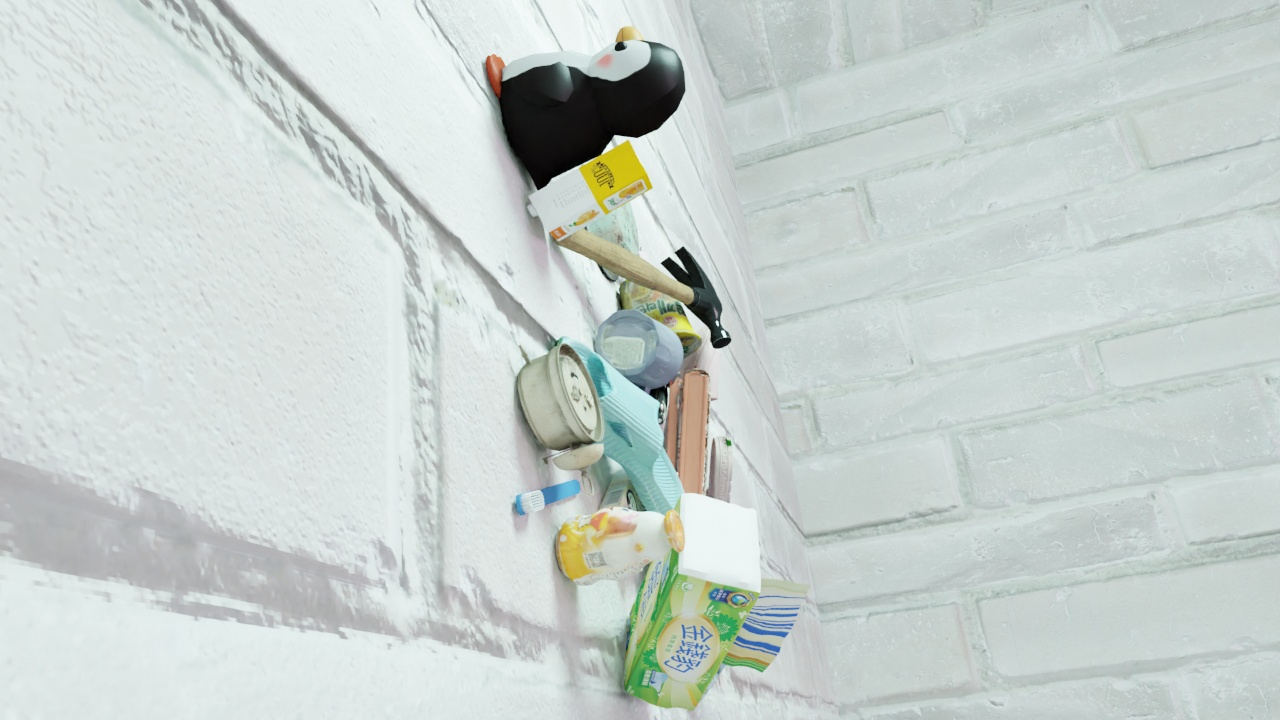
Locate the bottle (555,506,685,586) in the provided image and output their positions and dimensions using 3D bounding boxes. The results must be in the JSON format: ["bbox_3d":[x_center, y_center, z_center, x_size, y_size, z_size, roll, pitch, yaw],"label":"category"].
[{"bbox_3d":[-0.017,0.158,0.798,0.063,0.109,0.063,-15,90,-74],"label":"bottle"}]

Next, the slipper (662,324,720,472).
[{"bbox_3d":[0.075,0.047,1.253,0.107,0.055,0.221,143,-36,-75],"label":"slipper"}]

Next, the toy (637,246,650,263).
[{"bbox_3d":[0.012,-0.105,1.342,0.075,0.037,0.125,-76,148,-56],"label":"toy"}]

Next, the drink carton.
[{"bbox_3d":[-0.053,-0.172,0.945,0.040,0.122,0.058,62,5,7],"label":"drink carton"}]

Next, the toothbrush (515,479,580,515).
[{"bbox_3d":[-0.075,0.117,0.806,0.166,0.014,0.016,9,68,-77],"label":"toothbrush"}]

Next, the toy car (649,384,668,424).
[{"bbox_3d":[0.015,0.058,1.187,0.092,0.040,0.037,-78,153,-60],"label":"toy car"}]

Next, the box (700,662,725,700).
[{"bbox_3d":[0.055,0.297,1.090,0.139,0.062,0.214,-83,157,-48],"label":"box"}]

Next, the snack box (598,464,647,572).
[{"bbox_3d":[-0.009,0.163,1.013,0.149,0.026,0.082,-63,137,-69],"label":"snack box"}]

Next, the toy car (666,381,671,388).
[{"bbox_3d":[0.030,-0.002,1.310,0.113,0.041,0.048,50,59,-43],"label":"toy car"}]

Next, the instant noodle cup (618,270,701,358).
[{"bbox_3d":[0.019,-0.057,1.214,0.102,0.102,0.108,47,24,-65],"label":"instant noodle cup"}]

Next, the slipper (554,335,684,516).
[{"bbox_3d":[-0.005,0.074,0.962,0.276,0.069,0.115,57,16,-31],"label":"slipper"}]

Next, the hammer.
[{"bbox_3d":[0.002,-0.109,1.105,0.305,0.040,0.132,21,41,-50],"label":"hammer"}]

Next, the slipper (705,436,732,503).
[{"bbox_3d":[0.081,0.211,1.207,0.094,0.064,0.239,-90,-176,-71],"label":"slipper"}]

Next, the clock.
[{"bbox_3d":[-0.068,0.054,0.812,0.093,0.055,0.140,24,47,-73],"label":"clock"}]

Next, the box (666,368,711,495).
[{"bbox_3d":[0.060,0.104,1.165,0.077,0.054,0.187,-14,-111,62],"label":"box"}]

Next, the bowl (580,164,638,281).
[{"bbox_3d":[-0.037,-0.185,1.207,0.157,0.039,0.157,-13,89,-77],"label":"bowl"}]

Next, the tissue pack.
[{"bbox_3d":[0.076,0.240,0.873,0.120,0.141,0.198,-82,-171,-48],"label":"tissue pack"}]

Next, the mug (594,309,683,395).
[{"bbox_3d":[-0.006,0.006,1.093,0.104,0.084,0.124,28,78,-72],"label":"mug"}]

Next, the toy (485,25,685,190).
[{"bbox_3d":[-0.042,-0.259,0.936,0.159,0.184,0.140,-19,96,-77],"label":"toy"}]
